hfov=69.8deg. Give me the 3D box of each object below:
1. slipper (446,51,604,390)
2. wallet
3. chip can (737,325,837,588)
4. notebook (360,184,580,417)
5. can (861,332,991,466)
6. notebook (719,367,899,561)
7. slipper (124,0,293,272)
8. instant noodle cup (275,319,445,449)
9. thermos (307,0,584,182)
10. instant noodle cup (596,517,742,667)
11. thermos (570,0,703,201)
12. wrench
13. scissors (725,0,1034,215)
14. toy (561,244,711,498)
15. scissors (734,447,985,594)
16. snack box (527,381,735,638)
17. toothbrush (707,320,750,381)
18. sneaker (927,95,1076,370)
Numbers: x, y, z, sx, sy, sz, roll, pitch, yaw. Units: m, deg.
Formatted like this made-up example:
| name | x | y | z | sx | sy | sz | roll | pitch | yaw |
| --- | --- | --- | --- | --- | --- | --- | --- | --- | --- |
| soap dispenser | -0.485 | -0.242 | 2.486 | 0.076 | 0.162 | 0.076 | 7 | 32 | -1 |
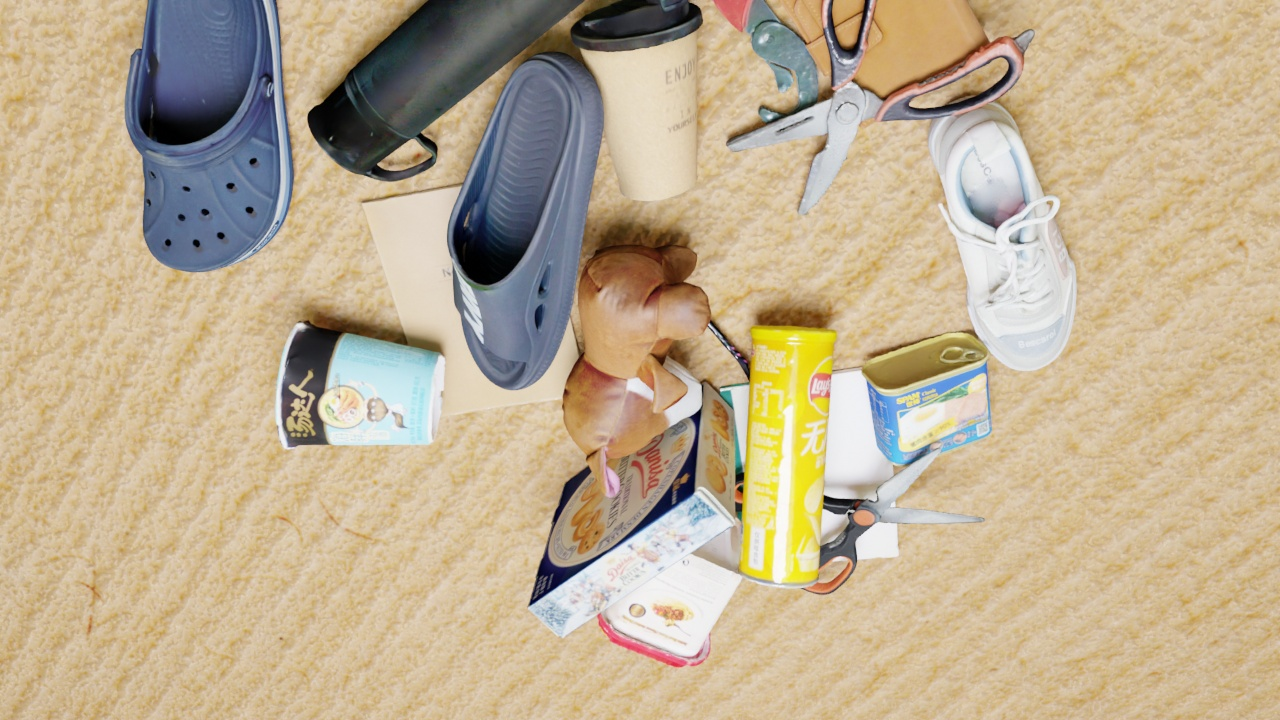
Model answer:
| name | x | y | z | sx | sy | sz | roll | pitch | yaw |
| --- | --- | --- | --- | --- | --- | --- | --- | --- | --- |
| slipper | -0.104 | -0.094 | 0.679 | 0.111 | 0.083 | 0.269 | 38 | 126 | 29 |
| wallet | 0.170 | -0.245 | 0.651 | 0.108 | 0.031 | 0.132 | -28 | 115 | 26 |
| chip can | 0.122 | 0.078 | 0.769 | 0.072 | 0.072 | 0.213 | 3 | 95 | -1 |
| notebook | -0.137 | -0.049 | 0.784 | 0.148 | 0.008 | 0.208 | -9 | 118 | 5 |
| can | 0.247 | 0.034 | 0.787 | 0.102 | 0.057 | 0.083 | -18 | 119 | -4 |
| notebook | 0.161 | 0.106 | 0.858 | 0.150 | 0.012 | 0.209 | -7 | 117 | 7 |
| slipper | -0.318 | -0.175 | 0.675 | 0.105 | 0.095 | 0.253 | 14 | 114 | -3 |
| instant noodle cup | -0.229 | 0.025 | 0.770 | 0.120 | 0.111 | 0.111 | 6 | 118 | -5 |
| thermos | -0.126 | -0.222 | 0.665 | 0.243 | 0.068 | 0.090 | -33 | 132 | 19 |
| instant noodle cup | 0.032 | 0.198 | 0.848 | 0.116 | 0.116 | 0.124 | 24 | 119 | -11 |
| thermos | 0.004 | -0.193 | 0.664 | 0.093 | 0.092 | 0.143 | -7 | 124 | 5 |
| wrench | 0.047 | -0.281 | 0.654 | 0.056 | 0.016 | 0.273 | -33 | 113 | 17 |
| scissors | 0.166 | -0.193 | 0.663 | 0.189 | 0.015 | 0.224 | 13 | 133 | 3 |
| toy | -0.004 | 0.004 | 0.736 | 0.130 | 0.140 | 0.200 | 16 | 118 | -11 |
| scissors | 0.185 | 0.143 | 0.833 | 0.221 | 0.021 | 0.233 | 15 | 130 | 8 |
| snack box | -0.002 | 0.119 | 0.770 | 0.183 | 0.177 | 0.046 | -38 | 106 | 20 |
| toothbrush | 0.076 | -0.015 | 0.790 | 0.018 | 0.014 | 0.189 | -38 | 107 | 8 |
| sneaker | 0.292 | -0.084 | 0.712 | 0.090 | 0.090 | 0.242 | -22 | 116 | 13 |
